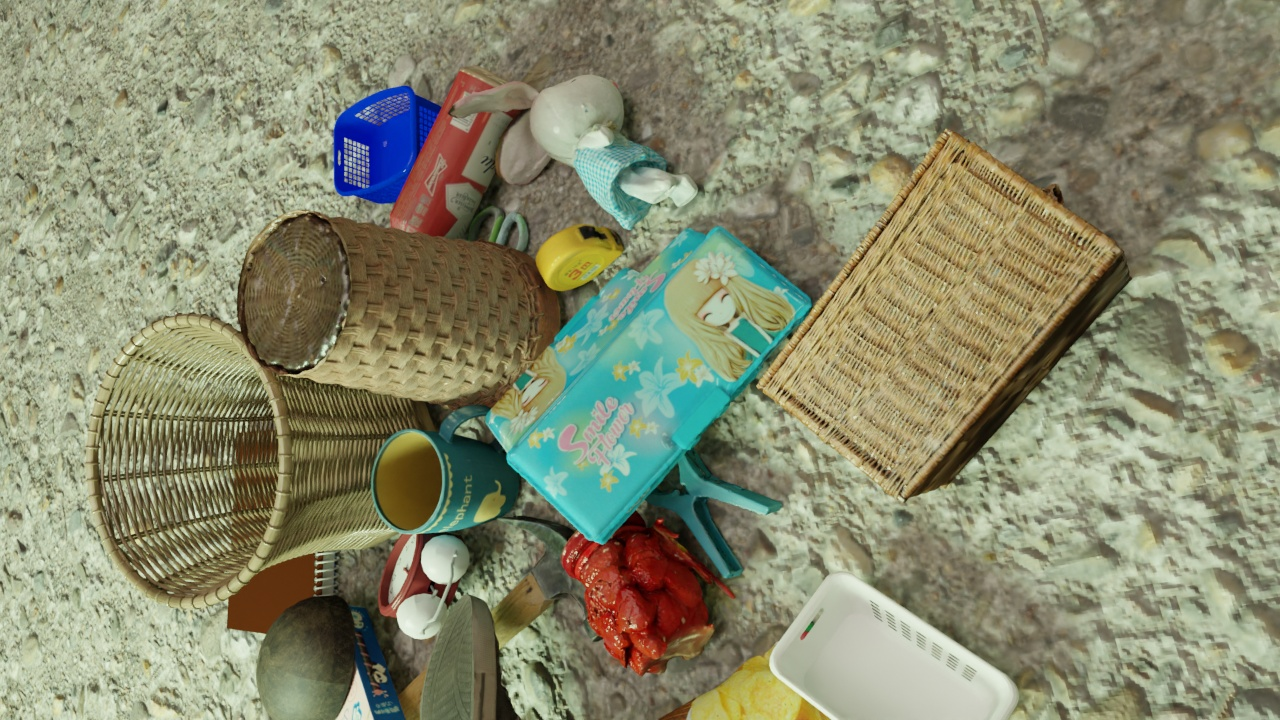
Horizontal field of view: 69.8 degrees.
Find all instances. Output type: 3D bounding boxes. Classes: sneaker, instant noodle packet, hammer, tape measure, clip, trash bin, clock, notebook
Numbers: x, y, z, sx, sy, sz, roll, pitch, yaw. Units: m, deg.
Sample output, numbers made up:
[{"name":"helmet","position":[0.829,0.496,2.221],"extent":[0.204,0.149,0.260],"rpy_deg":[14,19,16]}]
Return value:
[{"name":"sneaker","position":[-0.090,0.292,0.692],"extent":[0.095,0.119,0.234],"rpy_deg":[-48,48,33]},{"name":"instant noodle packet","position":[0.047,0.313,0.583],"extent":[0.252,0.090,0.195],"rpy_deg":[-26,67,-4]},{"name":"hammer","position":[-0.156,0.258,0.790],"extent":[0.331,0.033,0.132],"rpy_deg":[-45,64,22]},{"name":"tape measure","position":[-0.056,-0.084,0.750],"extent":[0.068,0.058,0.030],"rpy_deg":[-40,65,24]},{"name":"clip","position":[0.034,0.113,0.685],"extent":[0.127,0.028,0.113],"rpy_deg":[46,107,28]},{"name":"trash bin","position":[-0.184,-0.036,0.725],"extent":[0.151,0.209,0.151],"rpy_deg":[-3,84,31]},{"name":"clock","position":[-0.184,0.185,0.782],"extent":[0.125,0.044,0.087],"rpy_deg":[7,73,64]},{"name":"notebook","position":[-0.369,0.176,0.950],"extent":[0.172,0.022,0.209],"rpy_deg":[-6,80,35]}]

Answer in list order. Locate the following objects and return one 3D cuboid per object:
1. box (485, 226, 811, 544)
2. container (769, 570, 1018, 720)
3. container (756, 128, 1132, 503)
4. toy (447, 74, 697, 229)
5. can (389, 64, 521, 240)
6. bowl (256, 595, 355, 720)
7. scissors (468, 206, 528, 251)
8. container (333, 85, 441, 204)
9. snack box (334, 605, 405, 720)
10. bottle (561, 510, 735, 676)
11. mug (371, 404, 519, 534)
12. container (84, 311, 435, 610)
[{"name":"box","position":[-0.010,-0.003,0.673],"extent":[0.227,0.074,0.181],"rpy_deg":[-48,53,-4]},{"name":"container","position":[0.153,0.199,0.562],"extent":[0.129,0.049,0.080],"rpy_deg":[31,72,33]},{"name":"container","position":[0.182,-0.020,0.548],"extent":[0.113,0.113,0.199],"rpy_deg":[44,110,25]},{"name":"toy","position":[-0.038,-0.180,0.733],"extent":[0.205,0.131,0.105],"rpy_deg":[27,83,27]},{"name":"can","position":[-0.165,-0.176,0.824],"extent":[0.067,0.067,0.170],"rpy_deg":[33,98,33]},{"name":"bowl","position":[-0.311,0.271,0.825],"extent":[0.121,0.056,0.121],"rpy_deg":[-23,58,43]},{"name":"scissors","position":[-0.151,-0.056,0.840],"extent":[0.072,0.033,0.175],"rpy_deg":[25,94,30]},{"name":"container","position":[-0.238,-0.204,0.887],"extent":[0.114,0.058,0.096],"rpy_deg":[-10,78,33]},{"name":"snack box","position":[-0.261,0.305,0.827],"extent":[0.088,0.033,0.154],"rpy_deg":[-61,39,12]},{"name":"bottle","position":[0.005,0.164,0.662],"extent":[0.099,0.098,0.111],"rpy_deg":[-52,53,17]},{"name":"mug","position":[-0.149,0.089,0.762],"extent":[0.084,0.104,0.112],"rpy_deg":[34,100,32]},{"name":"container","position":[-0.313,0.080,0.791],"extent":[0.227,0.196,0.227],"rpy_deg":[-1,87,26]}]
